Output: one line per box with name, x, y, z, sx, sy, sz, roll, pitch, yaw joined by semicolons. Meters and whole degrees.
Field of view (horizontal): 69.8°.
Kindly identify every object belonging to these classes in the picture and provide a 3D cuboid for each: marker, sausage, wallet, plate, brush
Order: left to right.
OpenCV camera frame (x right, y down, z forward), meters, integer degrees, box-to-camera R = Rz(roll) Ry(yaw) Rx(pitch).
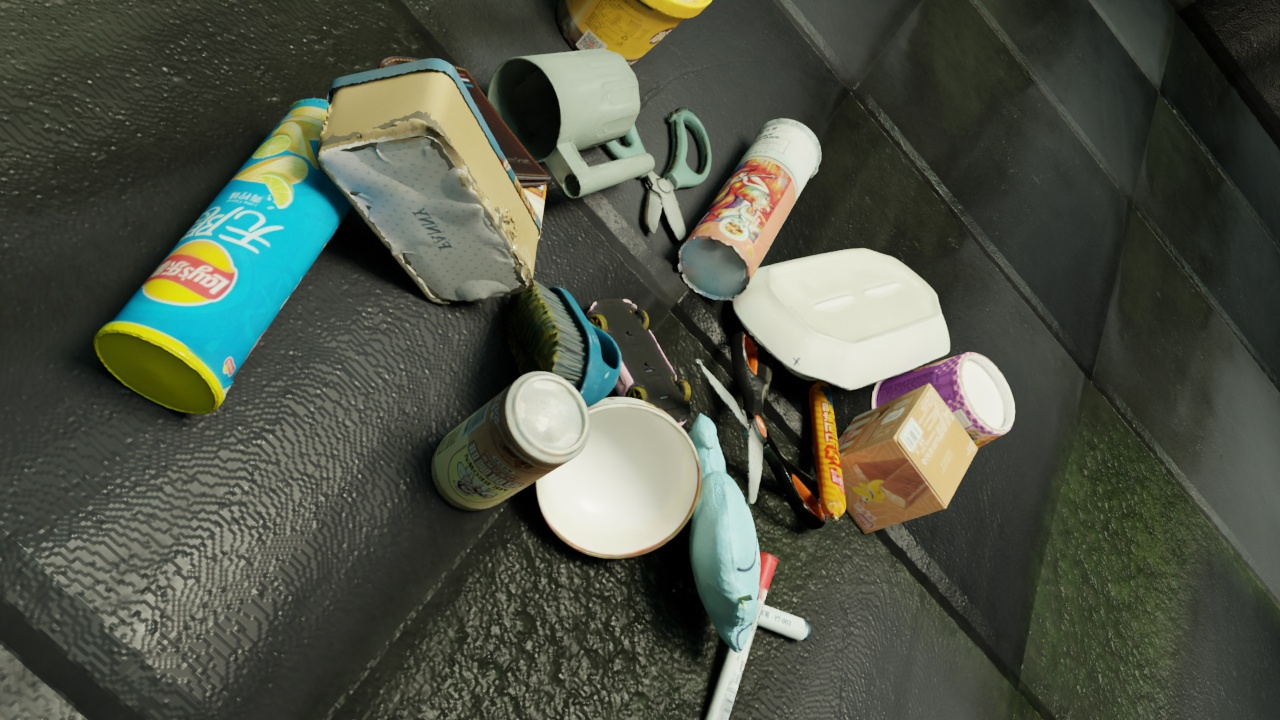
wallet;-0.132;-0.179;0.699;0.122;0.020;0.096;52;31;11
brush;-0.051;-0.010;0.645;0.073;0.055;0.144;18;18;-26
marker;0.073;0.210;0.675;0.017;0.017;0.145;34;62;-20
marker;0.079;0.193;0.706;0.130;0.018;0.022;27;63;-25
sausage;0.163;0.075;0.808;0.021;0.022;0.164;30;38;-23
plate;0.201;-0.054;0.875;0.265;0.034;0.162;-14;53;-41

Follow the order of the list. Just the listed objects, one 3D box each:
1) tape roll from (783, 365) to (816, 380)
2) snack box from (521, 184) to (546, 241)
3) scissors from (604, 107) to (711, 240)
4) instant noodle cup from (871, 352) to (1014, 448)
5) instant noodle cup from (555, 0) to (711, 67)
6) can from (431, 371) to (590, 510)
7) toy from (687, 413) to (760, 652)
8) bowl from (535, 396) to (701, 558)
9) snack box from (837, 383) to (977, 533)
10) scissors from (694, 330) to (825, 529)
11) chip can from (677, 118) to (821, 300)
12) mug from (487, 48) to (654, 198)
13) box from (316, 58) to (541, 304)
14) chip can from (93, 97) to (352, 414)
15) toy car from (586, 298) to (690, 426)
tape roll;0.157;-0.022;0.881;0.085;0.014;0.085;18;57;-30
snack box;-0.143;-0.141;0.687;0.153;0.026;0.075;27;38;-25
scissors;0.027;-0.187;0.862;0.171;0.019;0.176;-12;74;-42
instant noodle cup;0.302;0.047;0.902;0.111;0.099;0.111;19;55;-31
instant noodle cup;-0.010;-0.338;0.844;0.118;0.115;0.118;18;57;-31
can;-0.084;0.054;0.581;0.058;0.117;0.058;18;57;-30
toy;0.058;0.122;0.662;0.050;0.156;0.161;-8;100;0
bowl;-0.019;0.076;0.646;0.113;0.113;0.062;38;6;-17
snack box;0.231;0.089;0.826;0.077;0.095;0.092;52;47;-4
scissors;0.100;0.052;0.741;0.233;0.022;0.220;51;24;-36
chip can;0.106;-0.146;0.867;0.071;0.071;0.214;43;49;-12
mug;-0.051;-0.197;0.760;0.103;0.084;0.124;-29;84;-45
box;-0.133;-0.111;0.593;0.184;0.090;0.062;67;21;-55
chip can;-0.234;-0.070;0.558;0.071;0.071;0.209;35;50;-19
toy car;-0.004;0.004;0.727;0.056;0.037;0.122;-7;59;-43
